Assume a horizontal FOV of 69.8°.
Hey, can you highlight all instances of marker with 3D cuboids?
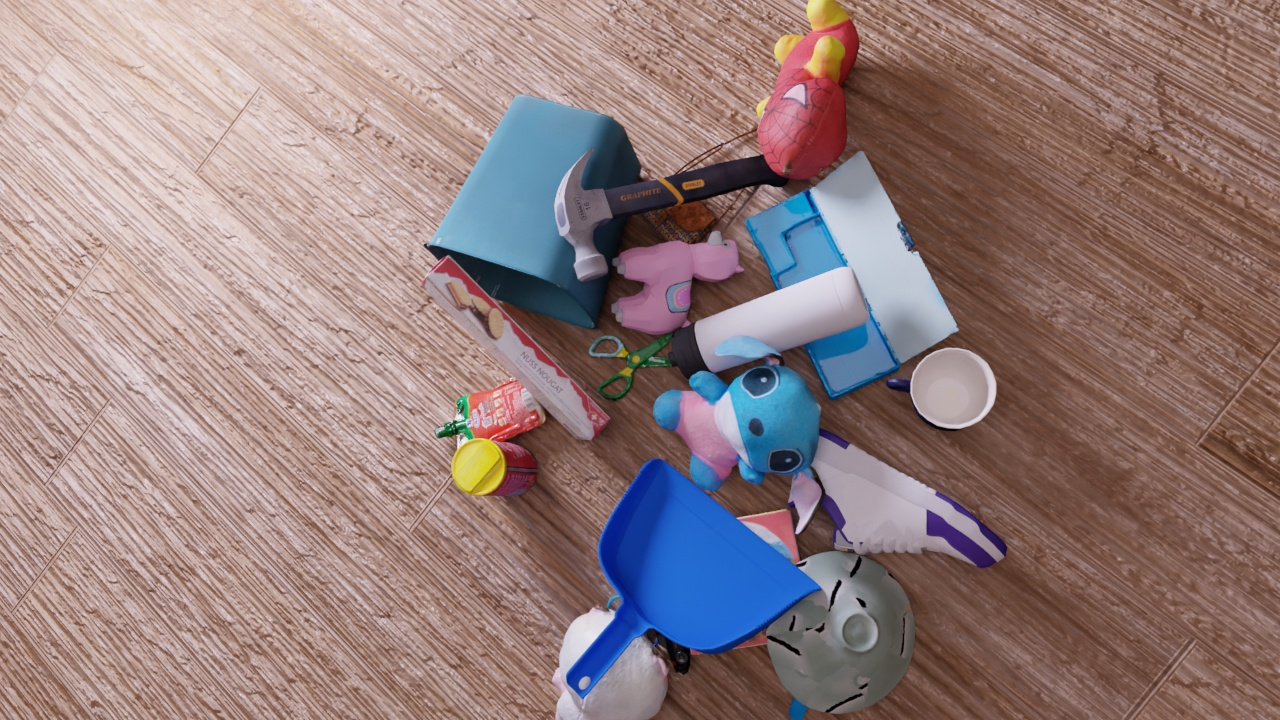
[{"bbox_3d":[0.198,0.350,1.041,0.018,0.015,0.123,24,85,14],"label":"marker"}]

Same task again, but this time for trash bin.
[{"bbox_3d":[-0.114,-0.183,1.127,0.199,0.196,0.218,19,80,16],"label":"trash bin"}]

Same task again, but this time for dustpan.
[{"bbox_3d":[0.020,0.265,1.007,0.245,0.059,0.257,37,80,29],"label":"dustpan"}]

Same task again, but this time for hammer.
[{"bbox_3d":[0.046,-0.193,1.068,0.311,0.035,0.139,-17,88,-27],"label":"hammer"}]

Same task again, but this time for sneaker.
[{"bbox_3d":[0.271,0.177,1.013,0.244,0.091,0.111,30,91,21],"label":"sneaker"}]

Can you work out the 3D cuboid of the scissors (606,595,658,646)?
[{"bbox_3d":[0.028,0.285,1.100,0.135,0.016,0.083,-41,76,-2],"label":"scissors"}]

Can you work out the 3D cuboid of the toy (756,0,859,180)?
[{"bbox_3d":[0.198,-0.310,1.079,0.098,0.148,0.216,15,70,-8],"label":"toy"}]

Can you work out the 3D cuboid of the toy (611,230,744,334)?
[{"bbox_3d":[0.045,-0.095,1.121,0.157,0.067,0.123,-3,109,-9],"label":"toy"}]

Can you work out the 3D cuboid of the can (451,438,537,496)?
[{"bbox_3d":[-0.175,0.132,1.118,0.067,0.124,0.066,-2,81,13],"label":"can"}]

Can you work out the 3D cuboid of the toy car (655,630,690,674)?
[{"bbox_3d":[0.037,0.319,1.068,0.036,0.042,0.091,-10,90,10],"label":"toy car"}]

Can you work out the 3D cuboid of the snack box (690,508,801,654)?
[{"bbox_3d":[0.118,0.256,1.062,0.143,0.040,0.145,-12,78,11],"label":"snack box"}]

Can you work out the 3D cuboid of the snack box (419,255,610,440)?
[{"bbox_3d":[-0.148,-0.012,1.099,0.273,0.077,0.044,45,74,-10],"label":"snack box"}]

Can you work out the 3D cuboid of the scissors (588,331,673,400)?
[{"bbox_3d":[-0.008,-0.009,1.156,0.132,0.012,0.108,-36,74,6],"label":"scissors"}]

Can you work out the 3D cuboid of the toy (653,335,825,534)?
[{"bbox_3d":[0.118,0.085,1.027,0.192,0.098,0.224,-19,97,42],"label":"toy"}]

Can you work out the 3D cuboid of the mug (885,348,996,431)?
[{"bbox_3d":[0.329,0.035,1.017,0.112,0.089,0.085,7,83,16],"label":"mug"}]

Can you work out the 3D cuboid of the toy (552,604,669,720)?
[{"bbox_3d":[-0.045,0.378,1.063,0.139,0.101,0.180,35,114,19],"label":"toy"}]

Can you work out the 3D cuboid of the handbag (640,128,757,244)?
[{"bbox_3d":[0.091,-0.226,1.152,0.196,0.043,0.093,-40,75,2],"label":"handbag"}]

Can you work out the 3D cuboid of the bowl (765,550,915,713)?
[{"bbox_3d":[0.225,0.293,0.988,0.174,0.068,0.174,2,76,-6],"label":"bowl"}]

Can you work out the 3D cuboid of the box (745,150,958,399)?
[{"bbox_3d":[0.246,-0.098,1.078,0.176,0.060,0.243,-30,74,26],"label":"box"}]

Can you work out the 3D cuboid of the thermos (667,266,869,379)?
[{"bbox_3d":[0.144,-0.041,1.060,0.230,0.101,0.068,-19,95,19],"label":"thermos"}]

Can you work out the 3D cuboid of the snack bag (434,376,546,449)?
[{"bbox_3d":[-0.195,0.070,1.177,0.155,0.044,0.087,-21,58,12],"label":"snack bag"}]
